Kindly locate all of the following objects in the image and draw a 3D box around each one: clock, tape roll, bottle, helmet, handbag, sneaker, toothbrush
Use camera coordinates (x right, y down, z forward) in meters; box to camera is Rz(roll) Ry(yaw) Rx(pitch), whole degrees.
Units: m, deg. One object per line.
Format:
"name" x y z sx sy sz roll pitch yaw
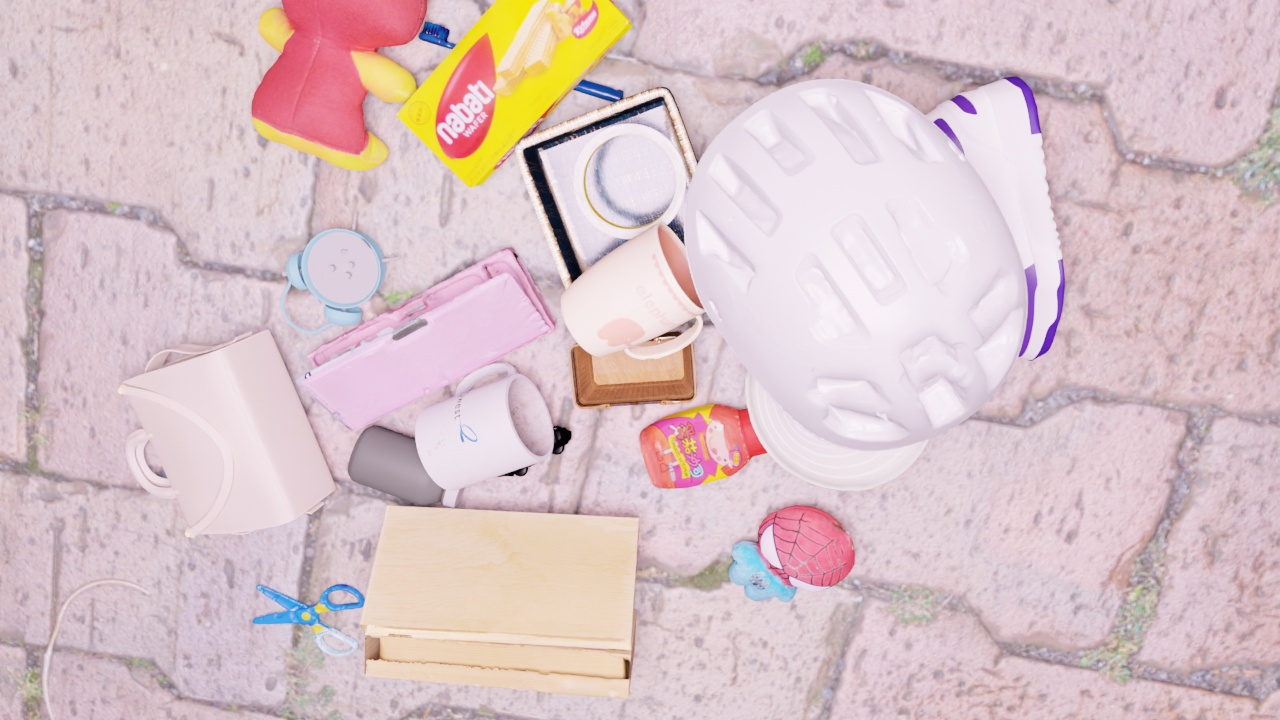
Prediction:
"clock" -0.292 -0.075 0.867 0.123 0.042 0.087 -42 98 11
"tape roll" -0.009 -0.149 0.764 0.094 0.019 0.094 1 105 4
"bottle" 0.070 0.078 0.877 0.134 0.048 0.071 -16 101 7
"helmet" 0.162 -0.077 0.719 0.225 0.183 0.282 -40 101 18
"handbag" -0.427 0.081 0.899 0.198 0.101 0.195 -14 103 20
"sneaker" 0.290 -0.112 0.795 0.111 0.091 0.244 -11 100 8
"bottle" -0.226 0.107 0.899 0.108 0.060 0.060 20 105 -1
"toothbrush" -0.106 -0.266 0.819 0.190 0.016 0.017 18 98 -1

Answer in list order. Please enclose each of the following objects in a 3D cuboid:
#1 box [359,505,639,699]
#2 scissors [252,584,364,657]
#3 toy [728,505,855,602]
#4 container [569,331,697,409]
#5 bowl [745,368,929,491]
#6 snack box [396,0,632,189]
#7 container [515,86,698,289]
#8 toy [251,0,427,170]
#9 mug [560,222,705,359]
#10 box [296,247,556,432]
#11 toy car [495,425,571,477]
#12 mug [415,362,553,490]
"box" -0.128 0.239 0.881 0.248 0.141 0.179 2 114 2
"scissors" -0.353 0.279 0.979 0.131 0.018 0.109 -7 101 5
"toy" 0.145 0.193 0.897 0.133 0.062 0.092 -39 92 24
"container" -0.005 0.005 0.857 0.114 0.061 0.063 -4 104 5
"bowl" 0.175 0.032 0.836 0.176 0.058 0.176 1 79 -7
"snack box" -0.110 -0.251 0.791 0.201 0.042 0.092 -42 98 15
"container" -0.010 -0.130 0.818 0.145 0.071 0.187 -19 102 8
"toy" -0.261 -0.278 0.789 0.147 0.098 0.217 18 110 -8
"mug" 0.000 -0.044 0.766 0.104 0.085 0.111 -27 130 20
"box" -0.201 -0.012 0.857 0.233 0.080 0.099 -25 100 9
"toy car" -0.111 0.086 0.897 0.092 0.042 0.036 -31 75 10
"mug" -0.144 0.052 0.857 0.096 0.119 0.083 -20 139 18
